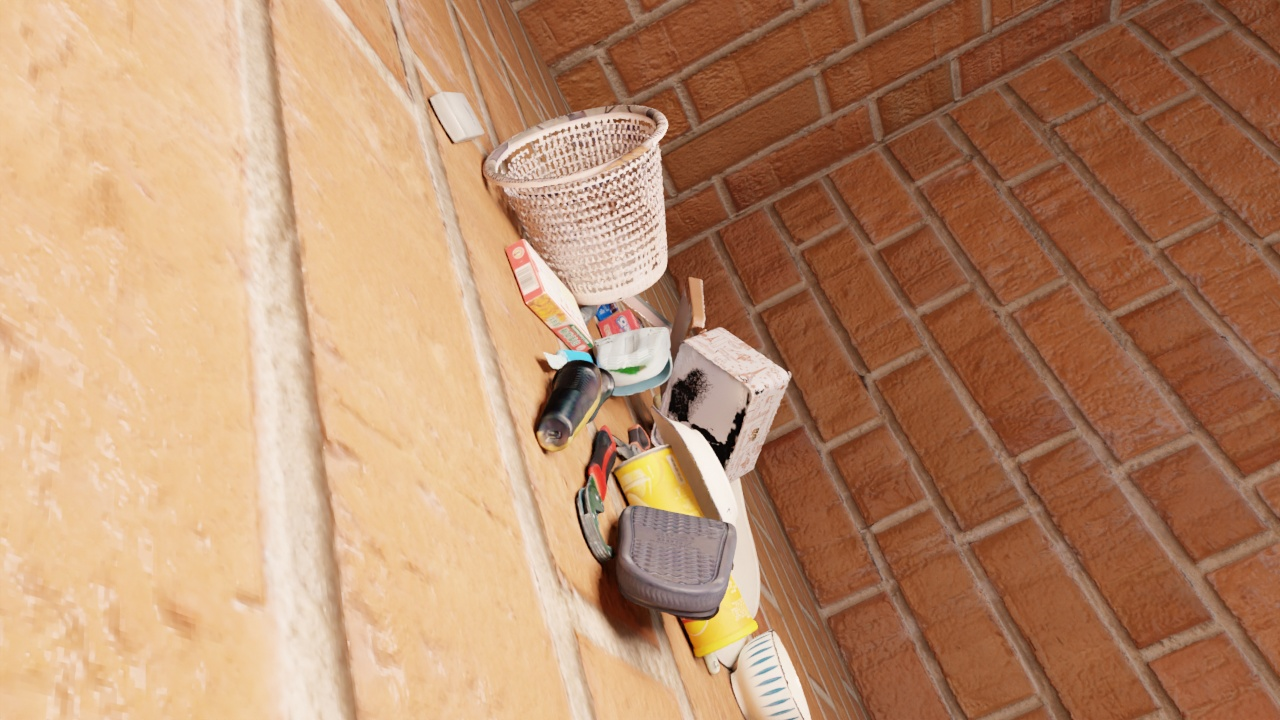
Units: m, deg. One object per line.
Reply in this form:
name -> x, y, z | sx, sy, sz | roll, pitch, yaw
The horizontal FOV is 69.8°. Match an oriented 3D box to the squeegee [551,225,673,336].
squeegee -> -0.065, -0.076, 1.263 | 0.247, 0.040, 0.249 | 41, 19, -3

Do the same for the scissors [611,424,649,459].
scissors -> -0.007, 0.108, 1.147 | 0.205, 0.015, 0.196 | 59, 9, -34

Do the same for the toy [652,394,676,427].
toy -> 0.050, 0.097, 1.400 | 0.157, 0.066, 0.105 | 63, 7, -80

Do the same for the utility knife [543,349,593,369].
utility knife -> -0.076, 0.002, 0.992 | 0.216, 0.018, 0.034 | 19, 46, -82

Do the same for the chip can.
chip can -> 0.046, 0.197, 0.964 | 0.213, 0.072, 0.072 | 65, 7, 12

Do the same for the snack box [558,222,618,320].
snack box -> -0.085, -0.140, 1.442 | 0.157, 0.026, 0.084 | 63, 7, -5

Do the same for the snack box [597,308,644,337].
snack box -> -0.006, -0.017, 1.447 | 0.207, 0.057, 0.058 | 48, 20, -68

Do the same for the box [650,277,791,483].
box -> 0.078, 0.027, 1.233 | 0.273, 0.125, 0.179 | -122, -142, -46

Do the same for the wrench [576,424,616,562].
wrench -> -0.037, 0.113, 0.884 | 0.273, 0.016, 0.056 | -89, 156, -75

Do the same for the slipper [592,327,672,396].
slipper -> -0.007, 0.007, 1.153 | 0.245, 0.104, 0.074 | -95, 171, -81

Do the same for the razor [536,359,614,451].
razor -> -0.063, 0.045, 0.837 | 0.167, 0.062, 0.068 | -69, 163, -74

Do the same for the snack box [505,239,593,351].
snack box -> -0.101, -0.070, 1.048 | 0.077, 0.027, 0.156 | 66, 7, 26

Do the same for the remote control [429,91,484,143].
remote control -> -0.209, -0.279, 1.051 | 0.056, 0.019, 0.135 | 62, 7, -15

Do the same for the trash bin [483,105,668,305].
trash bin -> -0.058, -0.185, 1.139 | 0.227, 0.227, 0.192 | -106, 180, -57

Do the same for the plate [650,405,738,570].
plate -> 0.067, 0.132, 1.010 | 0.163, 0.034, 0.164 | 49, -19, 60

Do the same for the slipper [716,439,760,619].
slipper -> 0.111, 0.231, 1.285 | 0.114, 0.055, 0.274 | 23, 53, -51

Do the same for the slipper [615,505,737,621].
slipper -> 0.024, 0.188, 0.804 | 0.268, 0.111, 0.083 | -28, 130, -84

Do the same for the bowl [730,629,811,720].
bowl -> 0.145, 0.376, 1.054 | 0.116, 0.066, 0.116 | -23, 89, -82

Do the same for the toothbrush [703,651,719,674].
toothbrush -> 0.048, 0.251, 1.009 | 0.029, 0.020, 0.189 | 8, 51, -44

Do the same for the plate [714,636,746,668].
plate -> 0.078, 0.242, 1.132 | 0.162, 0.034, 0.265 | 58, 12, -48
